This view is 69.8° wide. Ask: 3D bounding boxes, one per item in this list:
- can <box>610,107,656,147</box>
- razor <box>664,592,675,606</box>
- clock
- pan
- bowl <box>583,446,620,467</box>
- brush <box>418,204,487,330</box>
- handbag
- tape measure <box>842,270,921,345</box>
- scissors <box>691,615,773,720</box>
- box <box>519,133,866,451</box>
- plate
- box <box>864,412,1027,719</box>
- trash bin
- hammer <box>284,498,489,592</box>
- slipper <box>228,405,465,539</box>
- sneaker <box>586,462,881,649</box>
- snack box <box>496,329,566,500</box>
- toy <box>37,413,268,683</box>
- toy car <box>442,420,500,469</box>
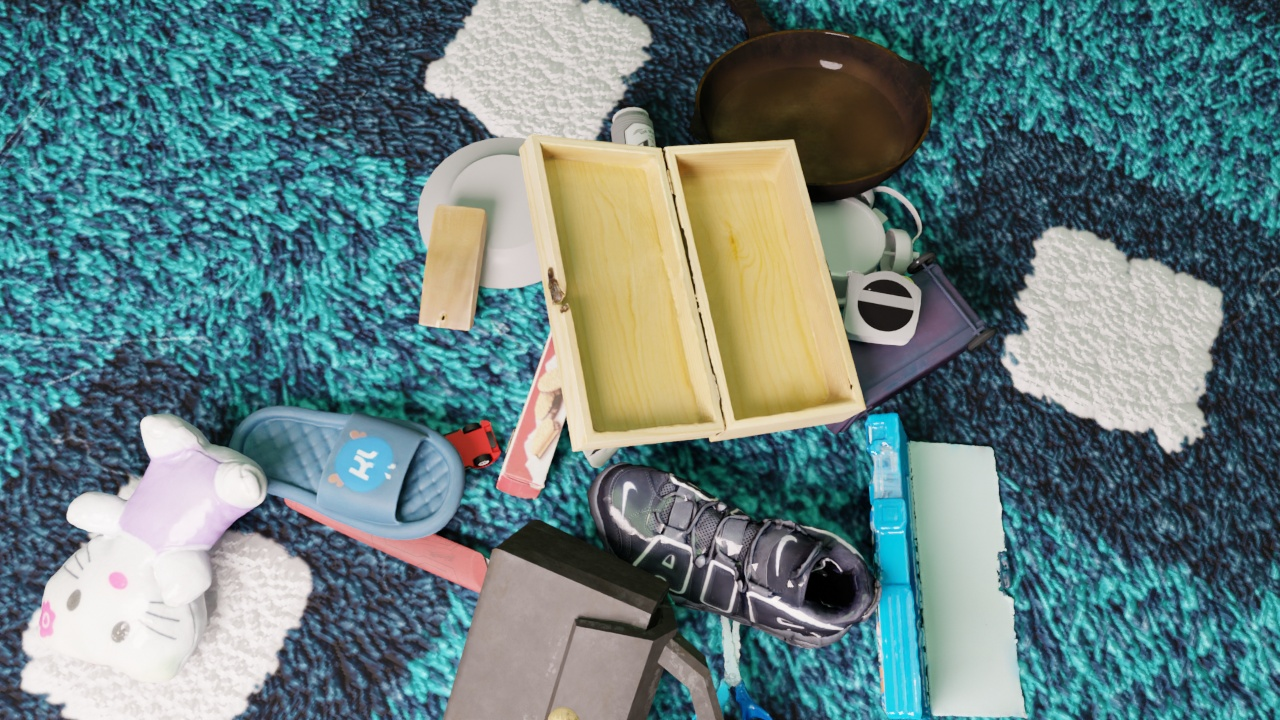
[{"bbox_3d":[-0.004,-0.199,0.925,0.044,0.044,0.106,-5,70,-5],"label":"can"},{"bbox_3d":[-0.043,0.177,0.742,0.141,0.044,0.018,4,59,16],"label":"razor"},{"bbox_3d":[0.201,-0.117,0.898,0.159,0.061,0.120,-27,70,-16],"label":"clock"},{"bbox_3d":[0.148,-0.291,0.947,0.248,0.043,0.355,-16,57,-8],"label":"pan"},{"bbox_3d":[-0.005,0.005,0.777,0.068,0.174,0.174,2,69,12],"label":"bowl"},{"bbox_3d":[-0.175,-0.086,0.867,0.049,0.039,0.117,6,86,3],"label":"brush"},{"bbox_3d":[-0.038,0.252,0.676,0.199,0.102,0.197,19,101,12],"label":"handbag"},{"bbox_3d":[0.208,-0.047,0.796,0.065,0.017,0.064,10,74,5],"label":"tape measure"},{"bbox_3d":[0.080,0.261,0.752,0.073,0.016,0.133,5,41,5],"label":"scissors"},{"bbox_3d":[0.041,-0.061,0.742,0.256,0.076,0.246,-3,72,-30],"label":"box"},{"bbox_3d":[-0.136,-0.155,0.916,0.173,0.019,0.172,1,70,-2],"label":"plate"},{"bbox_3d":[0.245,0.181,0.793,0.166,0.075,0.243,16,65,-34],"label":"box"},{"bbox_3d":[0.222,-0.011,0.839,0.160,0.092,0.093,-30,74,-12],"label":"trash bin"},{"bbox_3d":[-0.162,0.174,0.788,0.316,0.036,0.126,21,73,6],"label":"hammer"},{"bbox_3d":[-0.249,0.082,0.776,0.214,0.059,0.103,14,59,9],"label":"slipper"},{"bbox_3d":[0.080,0.152,0.723,0.252,0.151,0.097,27,68,-7],"label":"sneaker"},{"bbox_3d":[-0.070,-0.011,0.835,0.044,0.077,0.272,19,70,-6],"label":"snack box"},{"bbox_3d":[-0.390,0.152,0.738,0.137,0.085,0.209,30,91,4],"label":"toy"},{"bbox_3d":[-0.172,0.086,0.822,0.089,0.025,0.038,-19,69,-11],"label":"toy car"}]
